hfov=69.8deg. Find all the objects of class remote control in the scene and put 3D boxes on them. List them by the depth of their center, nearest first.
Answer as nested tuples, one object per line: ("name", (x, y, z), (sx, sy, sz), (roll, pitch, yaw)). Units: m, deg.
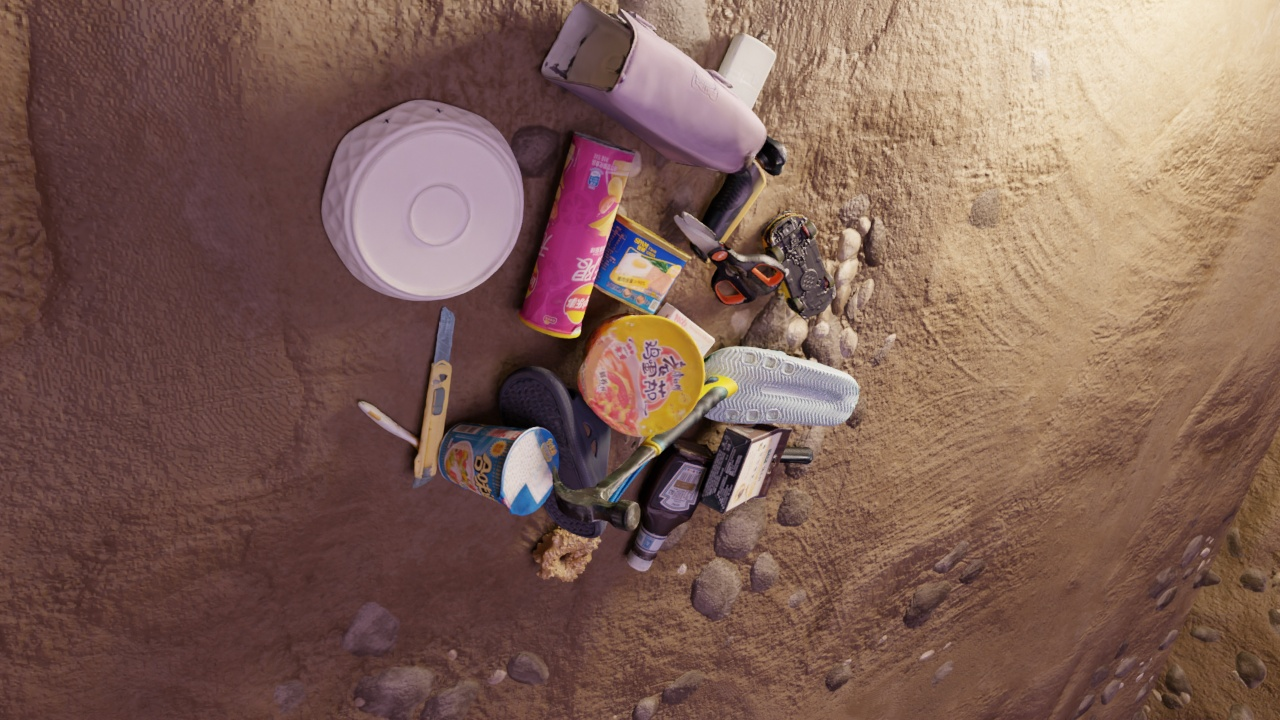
("remote control", (0.100, -0.292, 1.043), (0.058, 0.021, 0.150), (16, 105, -39))

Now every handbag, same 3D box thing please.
("handbag", (0.019, -0.268, 0.923), (0.196, 0.145, 0.098), (23, 104, -41))

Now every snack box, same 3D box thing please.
("snack box", (0.017, 0.012, 1.155), (0.084, 0.027, 0.157), (36, 93, -41))
("snack box", (0.144, 0.141, 1.249), (0.125, 0.053, 0.113), (-11, 123, -60))

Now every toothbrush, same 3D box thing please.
("toothbrush", (-0.251, 0.099, 1.035), (0.018, 0.016, 0.191), (-41, 131, 3))
("toothbrush", (0.162, 0.133, 1.321), (0.212, 0.026, 0.027), (6, 124, -32))

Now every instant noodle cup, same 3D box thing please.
("instant noodle cup", (-0.164, 0.113, 1.026), (0.099, 0.110, 0.099), (-24, 120, -53))
("instant noodle cup", (-0.006, 0.006, 1.062), (0.138, 0.110, 0.138), (-3, 104, -12))

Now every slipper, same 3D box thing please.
("slipper", (-0.089, 0.100, 1.100), (0.083, 0.111, 0.268), (-51, 140, -39))
("slipper", (0.180, 0.033, 1.241), (0.245, 0.074, 0.104), (8, 105, -18))

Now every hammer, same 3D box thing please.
("hammer", (0.016, 0.092, 1.054), (0.322, 0.126, 0.032), (-37, 127, -49))

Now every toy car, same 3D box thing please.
("toy car", (0.205, -0.121, 1.195), (0.071, 0.041, 0.156), (-38, 126, -10))

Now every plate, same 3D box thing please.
("plate", (-0.205, -0.150, 0.907), (0.204, 0.045, 0.205), (-15, 123, -25))

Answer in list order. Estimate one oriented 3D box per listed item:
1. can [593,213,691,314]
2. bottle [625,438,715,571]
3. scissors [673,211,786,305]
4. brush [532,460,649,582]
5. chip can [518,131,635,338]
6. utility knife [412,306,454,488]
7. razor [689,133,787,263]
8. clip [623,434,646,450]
("can", (-0.005, -0.109, 1.054), (0.102, 0.057, 0.083), (24, 103, -40))
("bottle", (0.034, 0.201, 1.260), (0.079, 0.044, 0.195), (17, 109, -24))
("scissors", (0.086, -0.114, 1.090), (0.234, 0.021, 0.142), (11, 144, -38))
("brush", (-0.045, 0.189, 1.211), (0.254, 0.046, 0.083), (-51, 127, -4))
("chip can", (-0.070, -0.133, 0.987), (0.071, 0.071, 0.211), (6, 111, -36))
("utility knife", (-0.227, 0.043, 1.013), (0.030, 0.022, 0.211), (-3, 105, -45))
("razor", (0.114, -0.191, 1.093), (0.067, 0.062, 0.168), (15, 112, -49))
("clip", (0.019, 0.071, 1.151), (0.071, 0.035, 0.100), (38, 87, -40))
